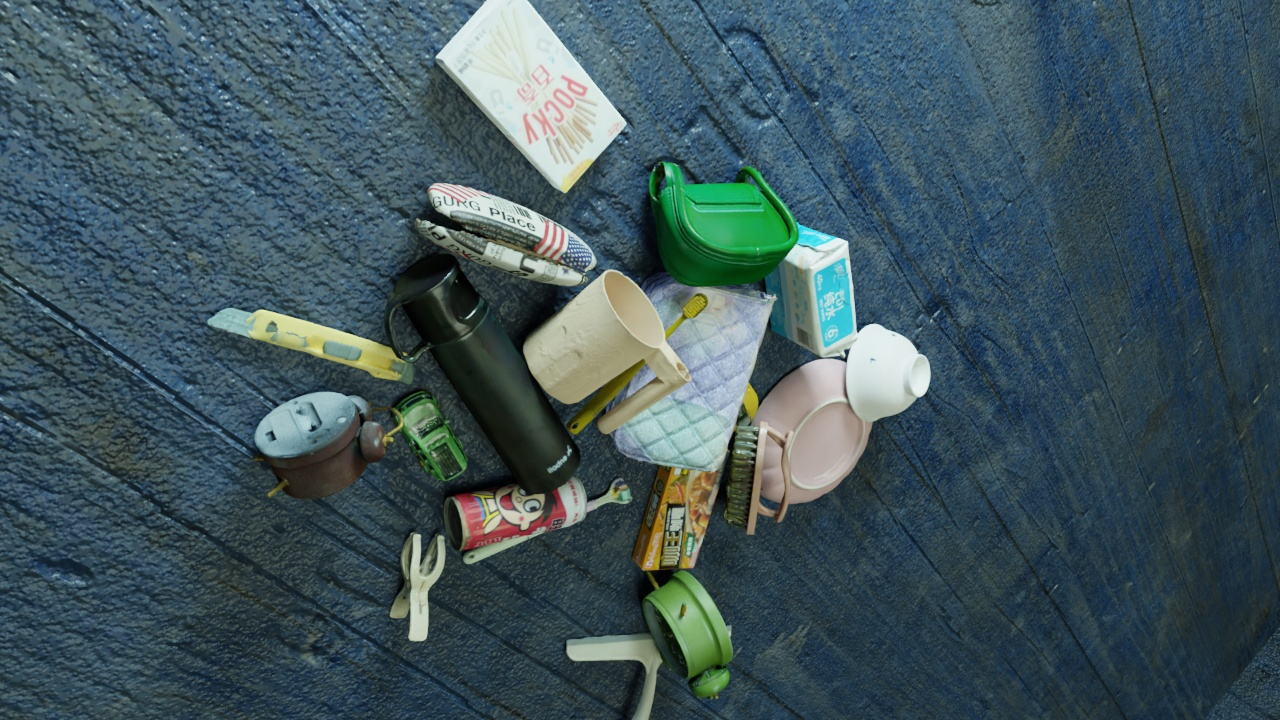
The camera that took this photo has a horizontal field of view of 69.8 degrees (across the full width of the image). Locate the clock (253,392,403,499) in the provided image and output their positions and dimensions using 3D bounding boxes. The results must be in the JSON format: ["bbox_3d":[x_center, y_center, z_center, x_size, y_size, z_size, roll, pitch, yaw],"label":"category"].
[{"bbox_3d":[-0.257,0.066,0.760,0.121,0.082,0.055,-24,127,-21],"label":"clock"}]

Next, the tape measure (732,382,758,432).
[{"bbox_3d":[0.105,0.052,1.022,0.060,0.029,0.057,-44,129,-8],"label":"tape measure"}]

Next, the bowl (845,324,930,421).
[{"bbox_3d":[0.301,0.017,1.083,0.118,0.065,0.118,-5,97,-45],"label":"bowl"}]

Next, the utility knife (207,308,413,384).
[{"bbox_3d":[-0.266,-0.014,0.763,0.177,0.019,0.031,20,94,-33],"label":"utility knife"}]

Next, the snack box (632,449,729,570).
[{"bbox_3d":[0.046,0.164,1.037,0.075,0.026,0.154,5,109,-34],"label":"snack box"}]

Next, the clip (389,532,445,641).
[{"bbox_3d":[-0.214,0.214,0.882,0.034,0.060,0.097,13,93,-37],"label":"clip"}]

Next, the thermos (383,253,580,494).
[{"bbox_3d":[-0.142,0.024,0.824,0.089,0.068,0.243,-42,127,-18],"label":"thermos"}]

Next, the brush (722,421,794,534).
[{"bbox_3d":[0.134,0.126,1.026,0.073,0.063,0.146,9,130,8],"label":"brush"}]

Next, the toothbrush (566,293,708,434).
[{"bbox_3d":[-0.005,0.005,0.870,0.015,0.016,0.190,46,108,1],"label":"toothbrush"}]

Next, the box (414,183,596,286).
[{"bbox_3d":[-0.106,-0.112,0.783,0.163,0.075,0.077,19,94,-35],"label":"box"}]

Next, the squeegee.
[{"bbox_3d":[-0.010,0.448,1.128,0.246,0.039,0.247,7,108,-35],"label":"squeegee"}]

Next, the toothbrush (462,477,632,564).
[{"bbox_3d":[-0.096,0.169,0.954,0.189,0.029,0.020,-21,162,-22],"label":"toothbrush"}]

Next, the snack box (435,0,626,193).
[{"bbox_3d":[-0.088,-0.224,0.768,0.084,0.027,0.157,-49,128,-4],"label":"snack box"}]

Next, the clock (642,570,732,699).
[{"bbox_3d":[0.055,0.320,1.056,0.056,0.116,0.161,-24,112,-19],"label":"clock"}]

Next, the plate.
[{"bbox_3d":[0.212,0.094,1.103,0.192,0.039,0.193,-14,119,-27],"label":"plate"}]

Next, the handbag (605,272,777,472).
[{"bbox_3d":[0.047,0.009,0.929,0.134,0.075,0.194,12,107,-16],"label":"handbag"}]

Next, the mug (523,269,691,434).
[{"bbox_3d":[-0.031,-0.004,0.837,0.104,0.084,0.124,-35,98,24],"label":"mug"}]

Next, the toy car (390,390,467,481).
[{"bbox_3d":[-0.190,0.070,0.836,0.043,0.036,0.091,-33,122,-14],"label":"toy car"}]

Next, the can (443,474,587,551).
[{"bbox_3d":[-0.122,0.148,0.904,0.132,0.053,0.053,-7,115,-30],"label":"can"}]

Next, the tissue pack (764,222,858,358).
[{"bbox_3d":[0.180,-0.074,0.971,0.063,0.090,0.140,-26,123,-20],"label":"tissue pack"}]

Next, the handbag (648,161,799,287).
[{"bbox_3d":[0.076,-0.133,0.868,0.131,0.120,0.068,-8,159,-28],"label":"handbag"}]
